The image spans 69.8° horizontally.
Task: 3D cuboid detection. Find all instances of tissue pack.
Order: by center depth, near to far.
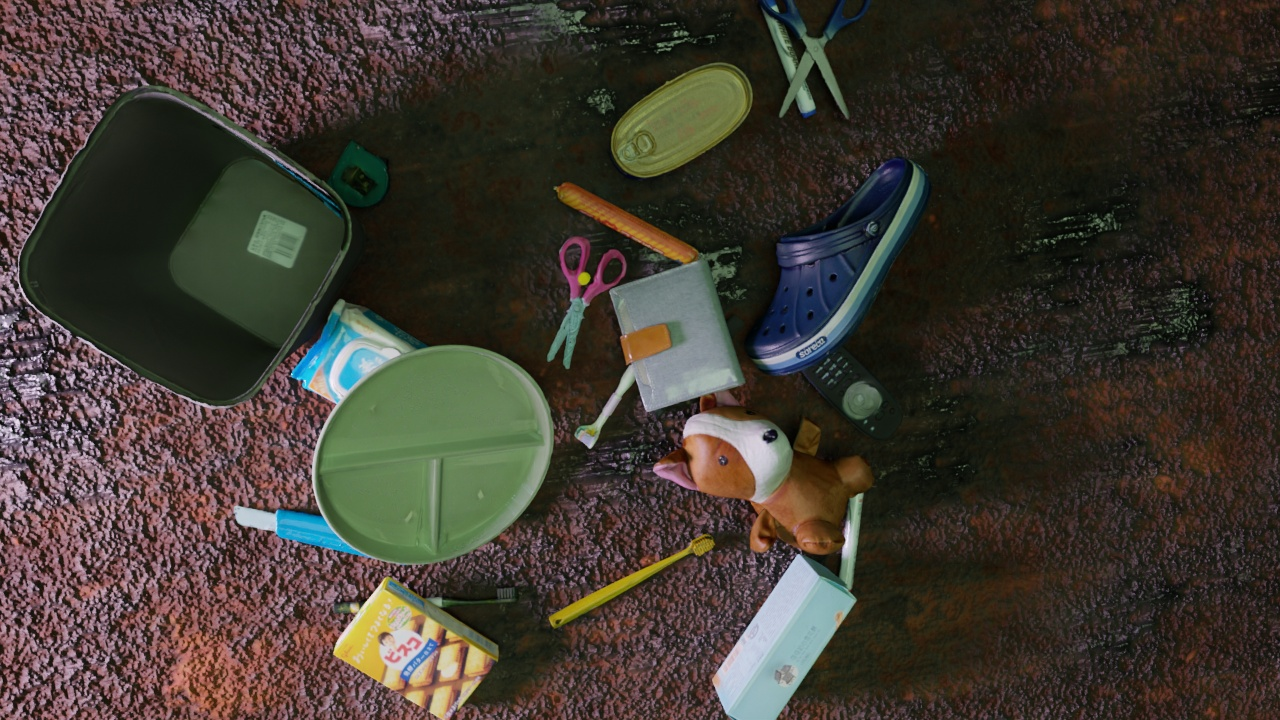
[{"bbox_3d":[-0.249,0.014,0.879,0.140,0.063,0.090,32,93,-9],"label":"tissue pack"}]

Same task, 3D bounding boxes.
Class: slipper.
[{"bbox_3d":[0.184,-0.099,0.892,0.095,0.105,0.253,37,89,-16],"label":"slipper"}]

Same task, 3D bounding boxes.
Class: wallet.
[{"bbox_3d":[0.033,-0.024,0.897,0.106,0.037,0.129,-17,81,5],"label":"wallet"}]

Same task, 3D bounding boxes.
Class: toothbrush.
[{"bbox_3d":[-0.006,0.005,0.928,0.189,0.029,0.020,-56,141,1],"label":"toothbrush"},{"bbox_3d":[-0.218,0.244,0.935,0.186,0.012,0.017,-2,91,-6],"label":"toothbrush"},{"bbox_3d":[-0.008,0.230,0.954,0.190,0.016,0.016,-27,98,-3],"label":"toothbrush"}]

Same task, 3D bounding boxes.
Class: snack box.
[{"bbox_3d":[-0.223,0.291,0.922,0.140,0.033,0.087,38,97,-12],"label":"snack box"},{"bbox_3d":[0.146,0.291,0.949,0.051,0.074,0.175,33,92,-10],"label":"snack box"}]

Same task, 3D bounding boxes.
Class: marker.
[{"bbox_3d":[0.142,-0.311,0.908,0.017,0.017,0.146,-24,99,-3],"label":"marker"},{"bbox_3d":[0.055,0.005,0.933,0.020,0.022,0.132,43,91,-16],"label":"marker"},{"bbox_3d":[0.225,0.175,0.973,0.017,0.017,0.145,5,96,-7],"label":"marker"}]

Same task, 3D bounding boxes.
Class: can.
[{"bbox_3d":[0.037,-0.230,0.889,0.148,0.049,0.074,-33,99,-2],"label":"can"}]

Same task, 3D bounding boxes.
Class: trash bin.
[{"bbox_3d":[-0.345,-0.093,0.778,0.199,0.219,0.198,33,93,-8],"label":"trash bin"}]

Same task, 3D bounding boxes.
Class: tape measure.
[{"bbox_3d":[-0.267,-0.174,0.875,0.054,0.025,0.058,30,93,-8],"label":"tape measure"}]

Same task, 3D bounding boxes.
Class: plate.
[{"bbox_3d":[-0.192,0.089,0.868,0.229,0.027,0.230,-13,117,-26],"label":"plate"}]

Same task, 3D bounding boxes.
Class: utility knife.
[{"bbox_3d":[-0.312,0.170,0.913,0.185,0.018,0.034,13,80,-6],"label":"utility knife"}]

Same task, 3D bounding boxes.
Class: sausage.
[{"bbox_3d":[-0.012,-0.134,0.909,0.165,0.021,0.021,27,93,-8],"label":"sausage"}]

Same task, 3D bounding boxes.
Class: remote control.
[{"bbox_3d":[0.215,0.027,0.951,0.136,0.024,0.053,44,89,-10],"label":"remote control"}]

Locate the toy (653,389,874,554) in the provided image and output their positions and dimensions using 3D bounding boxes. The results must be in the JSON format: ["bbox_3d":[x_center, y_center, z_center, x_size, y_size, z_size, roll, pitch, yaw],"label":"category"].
[{"bbox_3d":[0.123,0.108,0.905,0.199,0.131,0.139,33,60,1],"label":"toy"}]

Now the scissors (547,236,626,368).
[{"bbox_3d":[-0.053,-0.053,0.920,0.076,0.017,0.137,8,100,-16],"label":"scissors"}]

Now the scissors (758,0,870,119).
[{"bbox_3d":[0.170,-0.320,0.900,0.162,0.012,0.175,39,83,-15],"label":"scissors"}]
